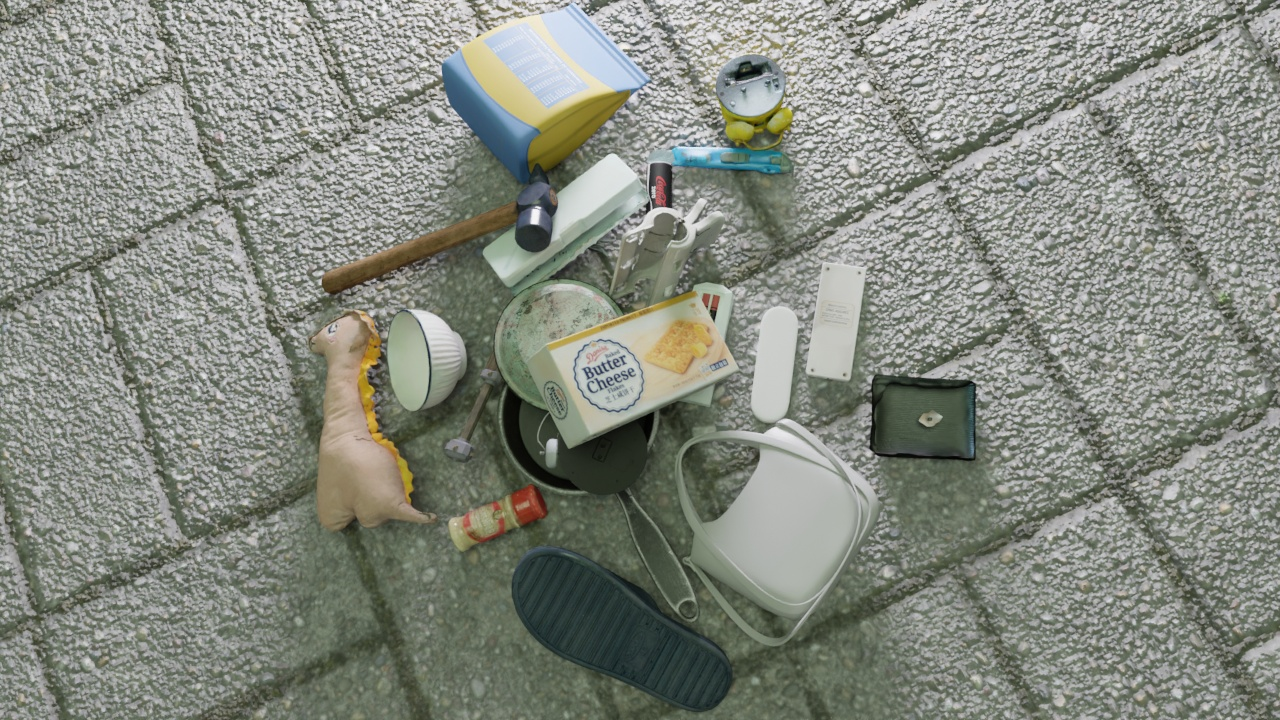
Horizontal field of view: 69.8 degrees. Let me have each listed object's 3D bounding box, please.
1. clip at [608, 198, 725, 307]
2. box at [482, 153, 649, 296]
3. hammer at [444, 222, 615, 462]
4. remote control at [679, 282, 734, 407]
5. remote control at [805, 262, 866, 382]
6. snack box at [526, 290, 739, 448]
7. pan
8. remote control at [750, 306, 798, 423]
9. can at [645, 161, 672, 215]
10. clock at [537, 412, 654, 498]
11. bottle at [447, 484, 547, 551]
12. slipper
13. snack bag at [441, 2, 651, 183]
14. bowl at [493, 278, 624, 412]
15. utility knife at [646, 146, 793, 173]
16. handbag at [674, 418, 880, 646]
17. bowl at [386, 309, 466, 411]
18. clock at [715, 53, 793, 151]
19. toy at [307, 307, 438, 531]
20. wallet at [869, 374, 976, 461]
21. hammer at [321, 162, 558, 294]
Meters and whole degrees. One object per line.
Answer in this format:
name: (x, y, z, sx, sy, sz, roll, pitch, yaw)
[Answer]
clip: (0.041, -0.118, 1.046, 0.152, 0.126, 0.096, -24, 69, -24)
box: (-0.089, -0.160, 1.069, 0.199, 0.066, 0.083, -39, 76, -3)
hammer: (-0.154, -0.028, 1.062, 0.147, 0.028, 0.316, 14, 68, 19)
remote control: (0.071, -0.022, 1.063, 0.049, 0.024, 0.143, 11, 80, 9)
remote control: (0.225, -0.044, 1.055, 0.050, 0.011, 0.135, 9, 79, 9)
snack box: (-0.006, 0.006, 0.970, 0.207, 0.058, 0.104, -22, 81, -34)
pan: (-0.029, 0.131, 1.027, 0.187, 0.055, 0.356, -31, 76, 0)
remote control: (0.154, 0.005, 1.053, 0.043, 0.013, 0.136, 7, 79, 9)
can: (0.022, -0.196, 1.103, 0.031, 0.031, 0.080, -1, 78, 7)
clock: (-0.052, 0.094, 0.989, 0.122, 0.035, 0.094, 24, 78, 0)
bottle: (-0.162, 0.179, 1.041, 0.109, 0.044, 0.044, -23, 76, 2)
slipper: (-0.024, 0.288, 0.988, 0.263, 0.082, 0.101, 33, 85, -7)
snack bag: (-0.114, -0.340, 1.123, 0.205, 0.102, 0.159, -38, 76, -15)
bowl: (-0.084, -0.022, 1.019, 0.157, 0.039, 0.157, 2, 77, -8)
utility knife: (0.096, -0.244, 1.113, 0.179, 0.015, 0.031, 3, 74, 9)
handbag: (0.123, 0.165, 0.989, 0.223, 0.095, 0.215, 33, 84, 22)
bowl: (-0.244, -0.003, 1.069, 0.062, 0.118, 0.118, -7, 73, -38)
clock: (0.135, -0.307, 1.099, 0.083, 0.057, 0.118, -15, 76, 3)
toy: (-0.314, 0.067, 1.071, 0.196, 0.065, 0.264, -2, 76, 17)
wallet: (0.311, 0.064, 1.013, 0.115, 0.026, 0.089, 3, 79, 8)
hammer: (-0.244, -0.140, 1.088, 0.322, 0.040, 0.129, -17, 44, 18)
